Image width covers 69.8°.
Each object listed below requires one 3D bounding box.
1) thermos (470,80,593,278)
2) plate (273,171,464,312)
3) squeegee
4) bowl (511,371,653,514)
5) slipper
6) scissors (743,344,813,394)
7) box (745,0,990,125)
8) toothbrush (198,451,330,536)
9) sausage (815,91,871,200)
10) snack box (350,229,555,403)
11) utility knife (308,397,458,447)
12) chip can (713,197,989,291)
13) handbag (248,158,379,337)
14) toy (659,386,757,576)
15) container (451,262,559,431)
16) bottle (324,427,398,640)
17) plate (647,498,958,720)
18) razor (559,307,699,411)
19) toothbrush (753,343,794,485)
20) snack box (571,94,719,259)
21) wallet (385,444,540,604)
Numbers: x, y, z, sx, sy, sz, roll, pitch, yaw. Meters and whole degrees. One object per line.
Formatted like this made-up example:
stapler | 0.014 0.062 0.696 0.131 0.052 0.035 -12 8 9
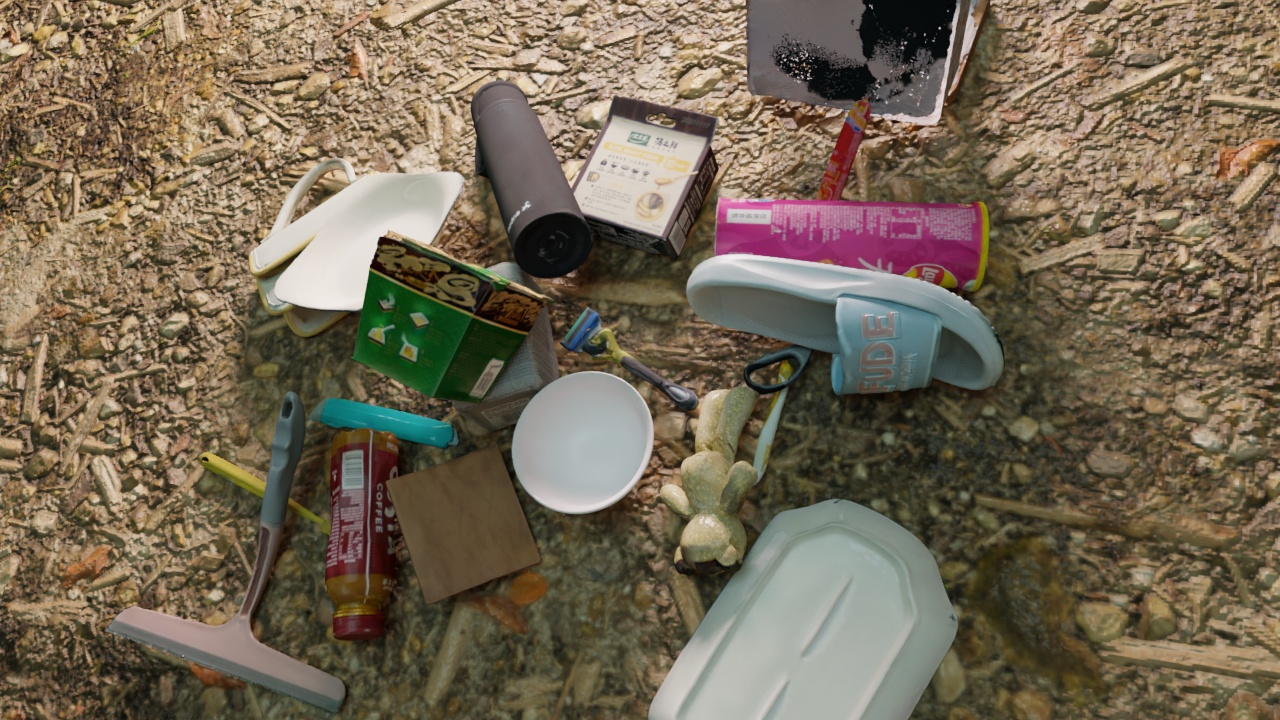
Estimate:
thermos | -0.112 -0.167 0.852 0.090 0.068 0.242 -59 36 30
plate | -0.234 -0.101 0.819 0.164 0.034 0.164 8 59 36
squeegee | -0.332 0.150 0.814 0.248 0.040 0.249 12 86 17
bowl | -0.039 0.075 0.755 0.118 0.065 0.118 -6 66 14
slipper | 0.150 -0.020 0.696 0.245 0.104 0.074 14 67 12
scissors | 0.153 -0.028 0.759 0.159 0.014 0.175 36 76 15
box | 0.209 -0.317 0.811 0.183 0.157 0.192 16 57 19
toothbrush | -0.343 0.125 0.851 0.190 0.016 0.015 21 76 23
sausage | 0.165 -0.153 0.782 0.020 0.020 0.156 23 103 23
snack box | -0.152 -0.027 0.718 0.117 0.118 0.105 24 93 20
utility knife | -0.237 0.058 0.850 0.157 0.013 0.029 10 74 17
chip can | 0.166 -0.096 0.746 0.211 0.071 0.071 3 69 9
handbag | -0.322 -0.133 0.931 0.163 0.063 0.178 -34 60 -1
toy | 0.063 0.093 0.726 0.105 0.066 0.157 -17 55 46
container | -0.124 -0.008 0.802 0.090 0.090 0.114 -19 67 8
bottle | -0.239 0.148 0.788 0.057 0.057 0.174 -10 66 12
plate | 0.114 0.224 0.666 0.162 0.034 0.265 32 80 25
razor | -0.005 0.005 0.798 0.143 0.022 0.042 32 86 27
toothbrush | 0.116 0.013 0.762 0.018 0.016 0.191 17 73 4
snack box | 0.004 -0.170 0.850 0.113 0.053 0.125 20 75 23
wallet | -0.150 0.136 0.771 0.101 0.020 0.115 -17 65 -16
